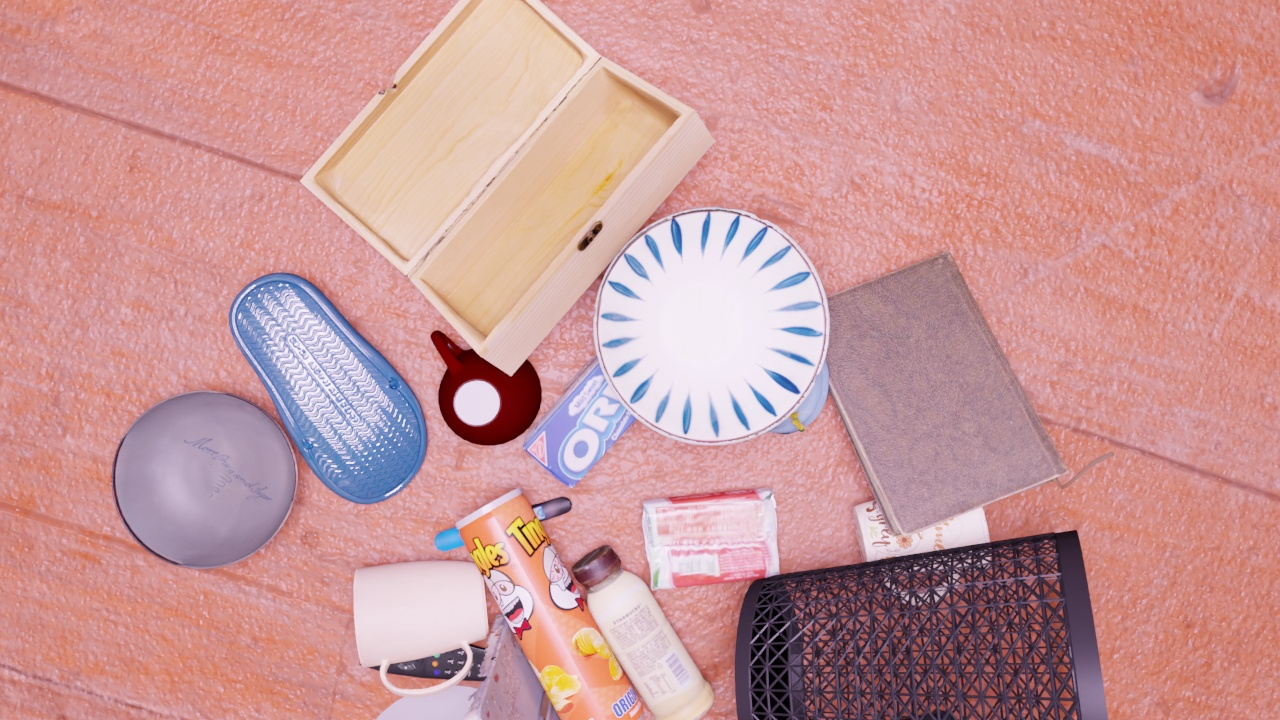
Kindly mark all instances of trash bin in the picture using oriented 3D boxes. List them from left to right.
[{"bbox_3d":[0.213,0.245,0.699,0.244,0.216,0.217,-7,93,22],"label":"trash bin"}]

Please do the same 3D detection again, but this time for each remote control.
[{"bbox_3d":[-0.182,0.261,0.807,0.125,0.010,0.039,9,92,-2],"label":"remote control"}]

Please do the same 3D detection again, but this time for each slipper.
[{"bbox_3d":[-0.257,0.021,0.773,0.103,0.059,0.214,-33,105,-9],"label":"slipper"}]

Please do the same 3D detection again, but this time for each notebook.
[{"bbox_3d":[0.254,0.020,0.758,0.190,0.034,0.215,-19,70,-2],"label":"notebook"}]

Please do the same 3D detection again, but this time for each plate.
[{"bbox_3d":[-0.169,0.376,0.809,0.173,0.019,0.173,0,93,-1],"label":"plate"}]

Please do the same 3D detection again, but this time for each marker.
[{"bbox_3d":[-0.120,0.142,0.802,0.123,0.015,0.018,-16,87,-3],"label":"marker"}]

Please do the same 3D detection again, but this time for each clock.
[{"bbox_3d":[0.105,0.003,0.763,0.089,0.051,0.124,-15,76,41],"label":"clock"}]

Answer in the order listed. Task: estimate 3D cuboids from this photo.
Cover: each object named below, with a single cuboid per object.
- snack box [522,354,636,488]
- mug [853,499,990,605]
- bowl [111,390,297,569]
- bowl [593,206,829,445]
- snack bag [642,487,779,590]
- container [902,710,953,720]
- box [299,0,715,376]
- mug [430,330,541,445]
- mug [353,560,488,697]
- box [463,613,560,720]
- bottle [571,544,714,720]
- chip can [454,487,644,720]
[{"bbox_3d":[-0.005,0.005,0.777,0.059,0.059,0.226,43,91,-7],"label":"snack box"},{"bbox_3d":[0.240,0.163,0.791,0.097,0.081,0.122,-11,118,6],"label":"mug"},{"bbox_3d":[-0.356,0.096,0.773,0.150,0.057,0.150,0,93,-2],"label":"bowl"},{"bbox_3d":[0.051,-0.026,0.712,0.177,0.071,0.177,0,93,-4],"label":"bowl"},{"bbox_3d":[0.061,0.154,0.795,0.116,0.036,0.077,-6,92,-1],"label":"snack bag"},{"bbox_3d":[0.204,0.401,0.792,0.187,0.071,0.145,-13,93,0],"label":"container"},{"bbox_3d":[-0.112,-0.160,0.756,0.261,0.096,0.247,42,90,13],"label":"box"},{"bbox_3d":[-0.137,0.021,0.758,0.087,0.088,0.114,-39,93,0],"label":"mug"},{"bbox_3d":[-0.179,0.221,0.763,0.104,0.085,0.111,-7,59,-11],"label":"mug"},{"bbox_3d":[-0.087,0.292,0.709,0.043,0.216,0.148,-34,94,1],"label":"box"},{"bbox_3d":[0.000,0.236,0.788,0.056,0.056,0.162,-32,93,0],"label":"bottle"},{"bbox_3d":[-0.075,0.212,0.756,0.062,0.062,0.210,-30,85,0],"label":"chip can"}]
